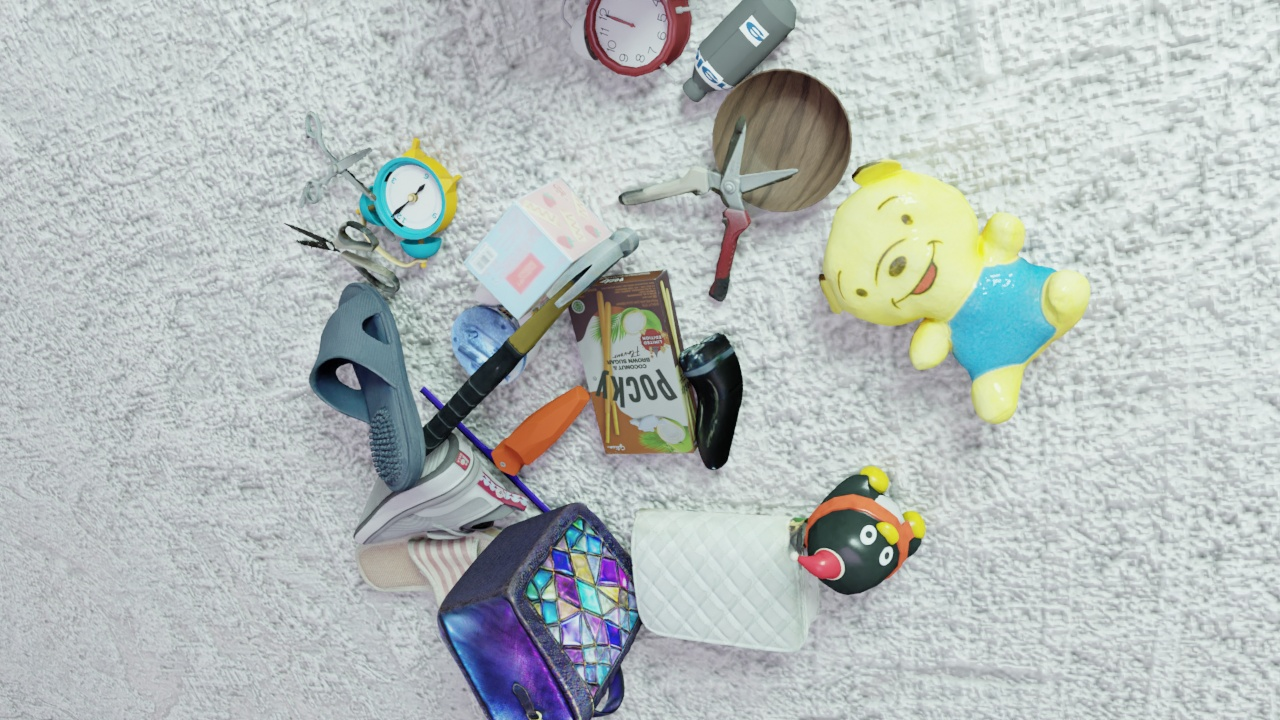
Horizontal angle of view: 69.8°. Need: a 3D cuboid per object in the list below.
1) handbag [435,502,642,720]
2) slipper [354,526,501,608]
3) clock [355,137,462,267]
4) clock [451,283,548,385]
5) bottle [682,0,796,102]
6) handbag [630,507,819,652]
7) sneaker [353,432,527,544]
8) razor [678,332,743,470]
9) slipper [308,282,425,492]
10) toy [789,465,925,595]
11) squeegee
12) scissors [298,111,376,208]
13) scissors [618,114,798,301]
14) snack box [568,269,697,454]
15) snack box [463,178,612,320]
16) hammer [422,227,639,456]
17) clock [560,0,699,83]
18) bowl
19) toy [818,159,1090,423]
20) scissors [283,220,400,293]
[{"bbox_3d":[-0.088,0.294,0.999,0.126,0.204,0.222,-24,104,32],"label":"handbag"},{"bbox_3d":[-0.260,0.265,1.156,0.263,0.052,0.115,-7,109,27],"label":"slipper"},{"bbox_3d":[-0.241,-0.159,0.955,0.099,0.043,0.130,40,116,2],"label":"clock"},{"bbox_3d":[-0.145,-0.033,0.964,0.089,0.051,0.126,37,123,5],"label":"clock"},{"bbox_3d":[0.079,-0.259,0.761,0.113,0.046,0.047,-38,94,33],"label":"bottle"},{"bbox_3d":[0.090,0.224,0.971,0.195,0.072,0.139,0,105,24],"label":"handbag"},{"bbox_3d":[-0.246,0.174,1.093,0.128,0.096,0.264,37,136,-24],"label":"sneaker"},{"bbox_3d":[0.067,0.042,0.906,0.064,0.052,0.141,15,121,30],"label":"razor"},{"bbox_3d":[-0.300,0.020,0.972,0.101,0.082,0.263,-50,54,36],"label":"slipper"},{"bbox_3d":[0.203,0.174,0.869,0.097,0.118,0.100,49,126,-4],"label":"toy"},{"bbox_3d":[-0.116,0.083,1.002,0.249,0.055,0.185,46,126,-6],"label":"squeegee"},{"bbox_3d":[-0.326,-0.194,0.971,0.141,0.014,0.165,56,133,16],"label":"scissors"},{"bbox_3d":[0.054,-0.139,0.822,0.179,0.015,0.200,25,139,25],"label":"scissors"},{"bbox_3d":[-0.006,0.005,0.932,0.101,0.031,0.186,-3,112,25],"label":"snack box"},{"bbox_3d":[-0.097,-0.108,0.882,0.079,0.094,0.093,46,122,-2],"label":"snack box"},{"bbox_3d":[-0.130,-0.003,0.890,0.025,0.117,0.334,47,123,-2],"label":"hammer"},{"bbox_3d":[-0.012,-0.292,0.787,0.124,0.044,0.087,24,121,11],"label":"clock"},{"bbox_3d":[0.123,-0.189,0.783,0.119,0.032,0.119,10,117,20],"label":"bowl"},{"bbox_3d":[0.248,-0.065,0.757,0.214,0.083,0.149,33,115,8],"label":"toy"},{"bbox_3d":[-0.327,-0.127,0.998,0.163,0.012,0.154,39,150,-1],"label":"scissors"}]
